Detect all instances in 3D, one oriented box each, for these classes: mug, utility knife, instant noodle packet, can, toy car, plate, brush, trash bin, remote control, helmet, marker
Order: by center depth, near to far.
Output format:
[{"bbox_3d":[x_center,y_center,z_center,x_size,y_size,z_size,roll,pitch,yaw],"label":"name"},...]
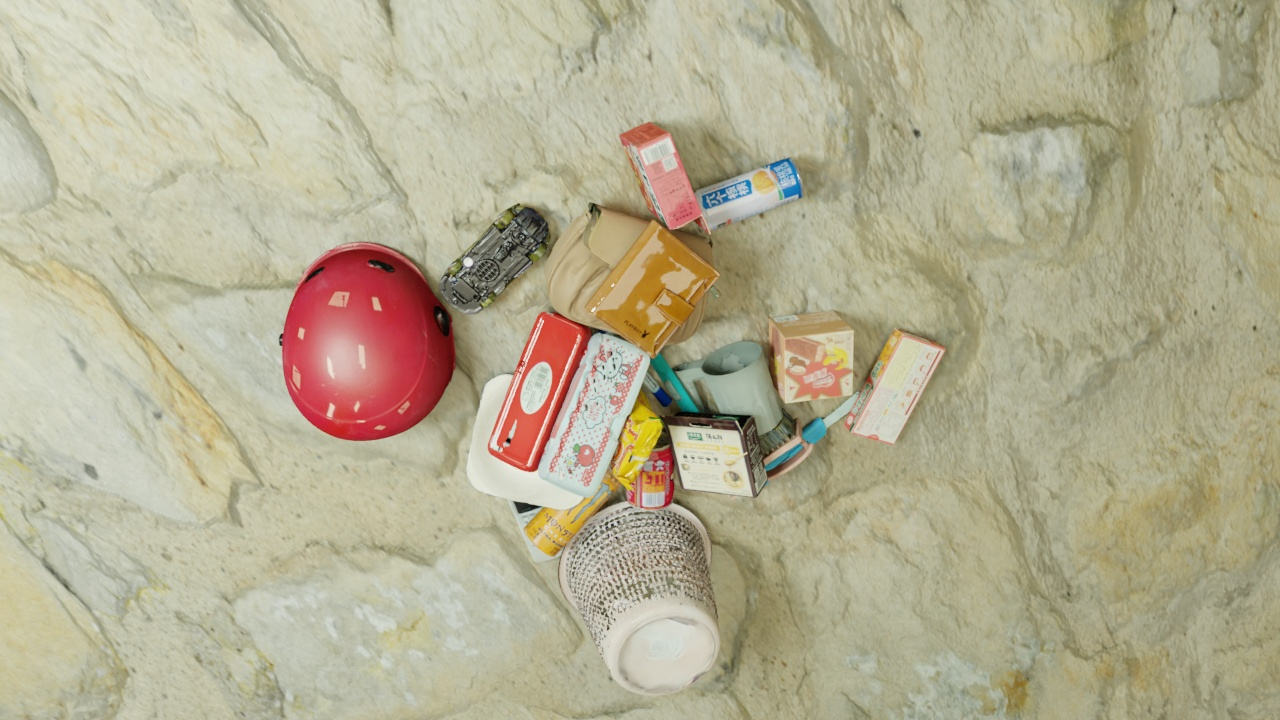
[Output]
[{"bbox_3d":[-0.330,-0.008,1.091,0.207,0.143,0.240,-7,112,-3],"label":"helmet"},{"bbox_3d":[-0.178,-0.123,1.118,0.158,0.042,0.070,-42,112,8],"label":"toy car"},{"bbox_3d":[0.128,-0.202,1.125,0.134,0.053,0.053,-20,114,0],"label":"can"},{"bbox_3d":[-0.017,0.093,1.183,0.044,0.128,0.111,15,109,-24],"label":"instant noodle packet"},{"bbox_3d":[-0.138,0.106,1.205,0.163,0.034,0.164,14,94,-4],"label":"plate"},{"bbox_3d":[-0.007,0.007,1.211,0.017,0.017,0.146,-38,113,8],"label":"marker"},{"bbox_3d":[0.036,0.025,1.216,0.029,0.013,0.178,-19,111,45],"label":"utility knife"},{"bbox_3d":[0.118,0.042,1.218,0.124,0.083,0.103,-11,117,25],"label":"mug"},{"bbox_3d":[-0.090,0.194,1.239,0.058,0.058,0.146,43,88,-21],"label":"can"},{"bbox_3d":[0.013,0.331,1.243,0.227,0.192,0.228,-5,116,-11],"label":"trash bin"},{"bbox_3d":[0.013,0.148,1.244,0.066,0.066,0.094,-4,113,-7],"label":"can"},{"bbox_3d":[0.161,0.134,1.255,0.146,0.063,0.073,-38,103,19],"label":"brush"},{"bbox_3d":[-0.144,0.213,1.272,0.058,0.021,0.150,-19,114,-1],"label":"remote control"},{"bbox_3d":[0.228,0.114,1.289,0.208,0.018,0.034,-40,111,7],"label":"utility knife"}]

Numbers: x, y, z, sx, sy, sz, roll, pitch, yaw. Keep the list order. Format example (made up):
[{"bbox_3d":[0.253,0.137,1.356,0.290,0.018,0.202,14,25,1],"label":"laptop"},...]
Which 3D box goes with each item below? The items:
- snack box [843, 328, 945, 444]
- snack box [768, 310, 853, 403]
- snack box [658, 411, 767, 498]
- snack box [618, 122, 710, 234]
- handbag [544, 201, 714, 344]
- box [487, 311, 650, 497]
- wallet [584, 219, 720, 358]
[{"bbox_3d":[0.350,0.038,1.265,0.077,0.027,0.156,16,109,-23],"label":"snack box"},{"bbox_3d":[0.223,-0.005,1.207,0.092,0.077,0.094,-7,113,-6],"label":"snack box"},{"bbox_3d":[0.096,0.115,1.194,0.113,0.053,0.126,2,119,31],"label":"snack box"},{"bbox_3d":[0.026,-0.207,1.075,0.044,0.113,0.127,-26,113,-2],"label":"snack box"},{"bbox_3d":[-0.010,-0.100,1.121,0.204,0.099,0.148,14,113,-19],"label":"handbag"},{"bbox_3d":[-0.092,0.054,1.143,0.161,0.050,0.201,23,94,11],"label":"box"},{"bbox_3d":[0.019,-0.079,1.071,0.119,0.035,0.131,36,99,-17],"label":"wallet"}]
